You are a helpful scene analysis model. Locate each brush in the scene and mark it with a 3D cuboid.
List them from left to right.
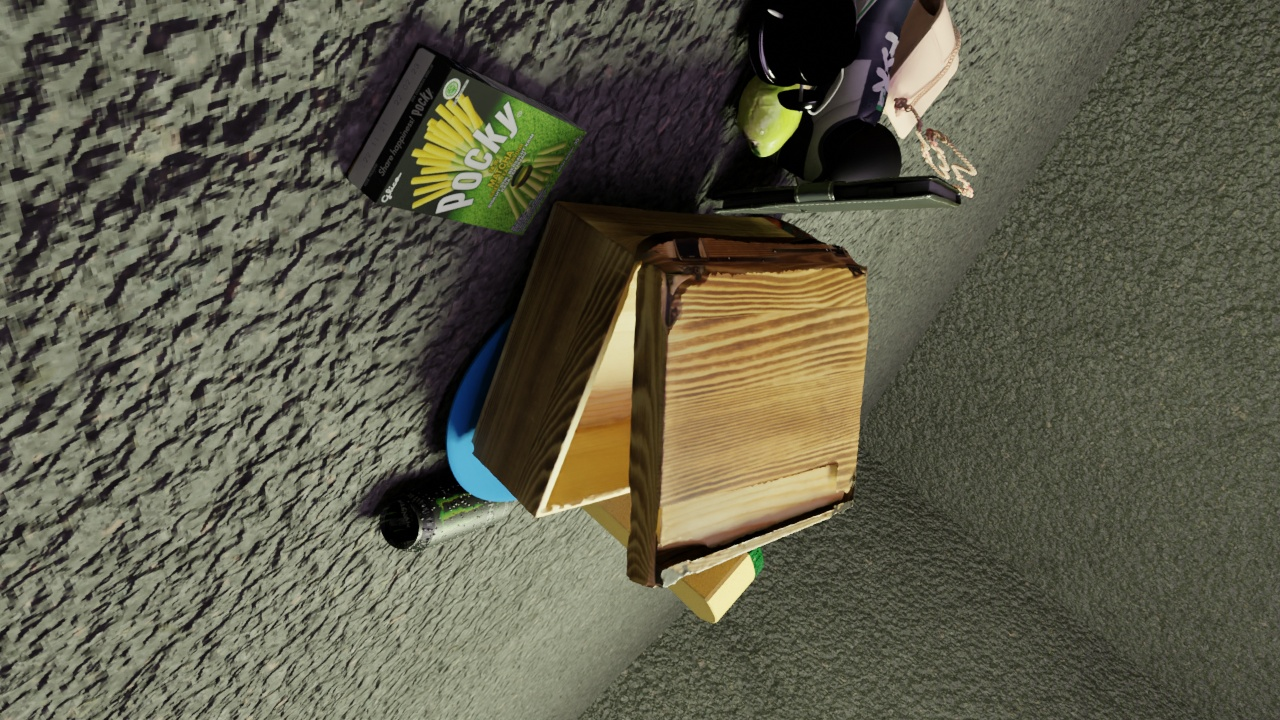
[{"bbox_3d":[0.011,0.165,0.984,0.075,0.250,0.195,-46,165,-14],"label":"brush"}]

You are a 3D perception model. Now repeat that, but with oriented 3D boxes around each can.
[{"bbox_3d":[-0.168,0.131,0.811,0.054,0.054,0.137,-56,161,17],"label":"can"}]

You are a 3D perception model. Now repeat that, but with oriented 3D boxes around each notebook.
[{"bbox_3d":[0.193,-0.159,0.899,0.169,0.209,0.029,-12,99,-62],"label":"notebook"}]

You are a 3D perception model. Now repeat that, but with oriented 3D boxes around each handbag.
[{"bbox_3d":[0.326,-0.277,0.963,0.117,0.187,0.198,-48,159,13],"label":"handbag"}]

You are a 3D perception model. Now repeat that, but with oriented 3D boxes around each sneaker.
[{"bbox_3d":[0.213,-0.277,0.872,0.236,0.079,0.084,-57,160,19],"label":"sneaker"}]

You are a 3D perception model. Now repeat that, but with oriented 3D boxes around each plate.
[{"bbox_3d":[-0.081,0.025,0.809,0.223,0.024,0.225,-31,140,-30],"label":"plate"}]

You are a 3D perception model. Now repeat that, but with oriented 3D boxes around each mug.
[{"bbox_3d":[0.217,-0.211,1.033,0.100,0.085,0.119,-23,180,-30],"label":"mug"}]

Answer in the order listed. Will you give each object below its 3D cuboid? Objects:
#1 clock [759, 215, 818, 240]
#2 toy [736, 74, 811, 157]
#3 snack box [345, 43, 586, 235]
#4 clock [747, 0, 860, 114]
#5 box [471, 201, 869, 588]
[{"bbox_3d":[0.165,-0.106,1.033,0.073,0.121,0.157,-54,156,-3],"label":"clock"},{"bbox_3d":[0.124,-0.236,0.798,0.115,0.046,0.092,-61,159,6],"label":"toy"},{"bbox_3d":[-0.095,-0.121,0.535,0.080,0.025,0.147,-55,161,15],"label":"snack box"},{"bbox_3d":[0.134,-0.251,0.727,0.091,0.042,0.121,-52,140,-13],"label":"clock"},{"bbox_3d":[0.061,0.009,0.748,0.278,0.221,0.259,-5,124,-47],"label":"box"}]
